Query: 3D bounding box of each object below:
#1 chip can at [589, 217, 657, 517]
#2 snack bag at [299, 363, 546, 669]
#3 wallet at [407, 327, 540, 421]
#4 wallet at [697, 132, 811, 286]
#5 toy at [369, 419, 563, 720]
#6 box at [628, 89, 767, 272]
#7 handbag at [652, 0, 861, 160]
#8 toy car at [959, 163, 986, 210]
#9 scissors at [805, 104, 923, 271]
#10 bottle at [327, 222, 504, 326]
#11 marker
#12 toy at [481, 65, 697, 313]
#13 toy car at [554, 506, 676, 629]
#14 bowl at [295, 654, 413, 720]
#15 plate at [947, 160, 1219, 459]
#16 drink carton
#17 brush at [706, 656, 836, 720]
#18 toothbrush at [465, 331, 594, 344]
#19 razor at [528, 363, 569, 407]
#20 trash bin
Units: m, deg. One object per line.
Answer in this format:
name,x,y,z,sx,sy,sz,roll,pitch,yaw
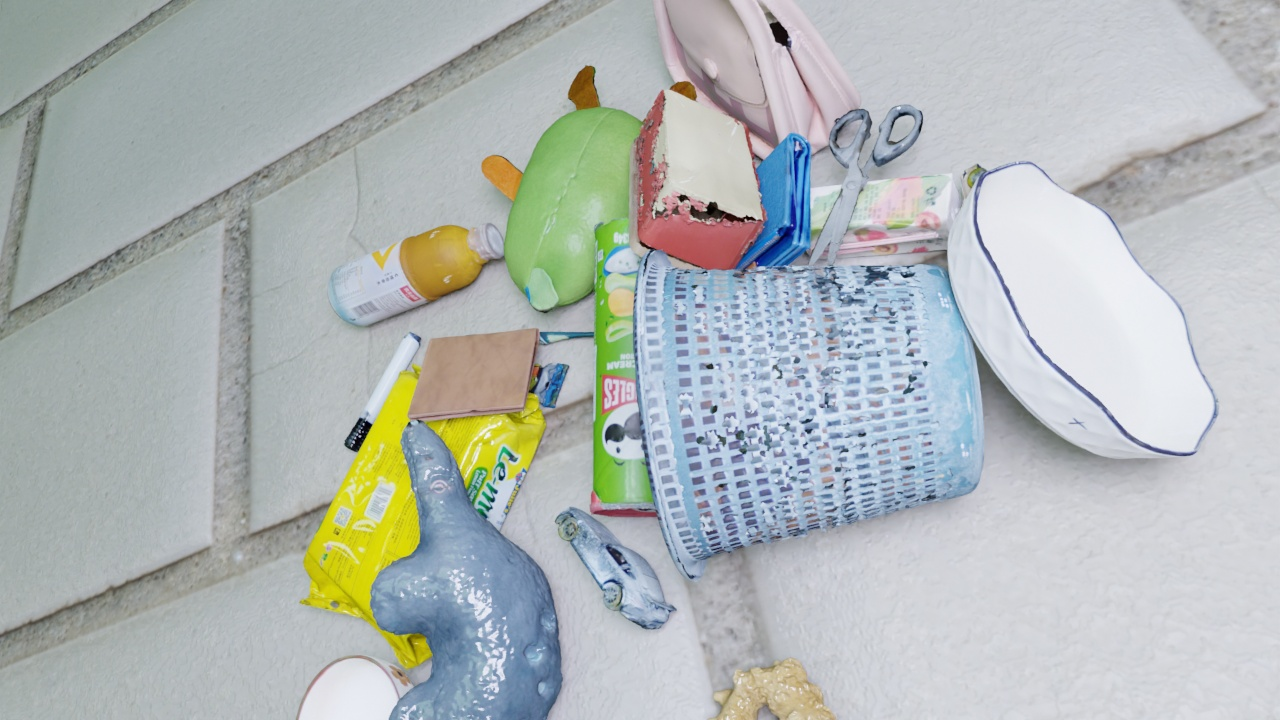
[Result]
chip can,-0.004,0.004,0.730,0.072,0.072,0.235,-8,74,25
snack bag,-0.197,0.124,0.807,0.158,0.068,0.246,16,76,34
wallet,-0.143,0.011,0.797,0.101,0.020,0.115,-6,36,6
wallet,0.092,-0.104,0.736,0.133,0.040,0.106,137,144,-55
toy,-0.129,0.215,0.692,0.138,0.091,0.356,-3,74,-8
box,0.043,-0.147,0.718,0.168,0.091,0.080,-91,25,-49
handbag,0.070,-0.282,0.750,0.093,0.234,0.193,-42,54,3
toy car,0.257,-0.103,0.681,0.035,0.042,0.090,-20,62,35
scissors,0.169,-0.135,0.695,0.145,0.014,0.172,-24,43,10
bottle,-0.225,-0.090,0.923,0.190,0.068,0.068,-18,60,20
marker,-0.257,0.030,0.915,0.023,0.018,0.130,18,77,43
toy,-0.051,-0.156,0.847,0.227,0.090,0.246,23,82,22
toy car,-0.020,0.155,0.702,0.037,0.054,0.120,-48,53,3
bowl,-0.214,0.295,0.734,0.114,0.062,0.113,-11,68,28
plate,0.265,-0.029,0.562,0.046,0.204,0.204,-43,46,45
drink carton,0.184,-0.109,0.717,0.123,0.053,0.045,-1,67,29
brush,0.138,0.276,0.557,0.083,0.046,0.255,-50,48,-5
toothbrush,-0.093,-0.018,0.849,0.192,0.016,0.018,-1,77,28
razor,-0.132,0.011,0.853,0.143,0.022,0.042,10,70,32
trash bin,0.114,0.025,0.612,0.195,0.227,0.226,-7,63,11
